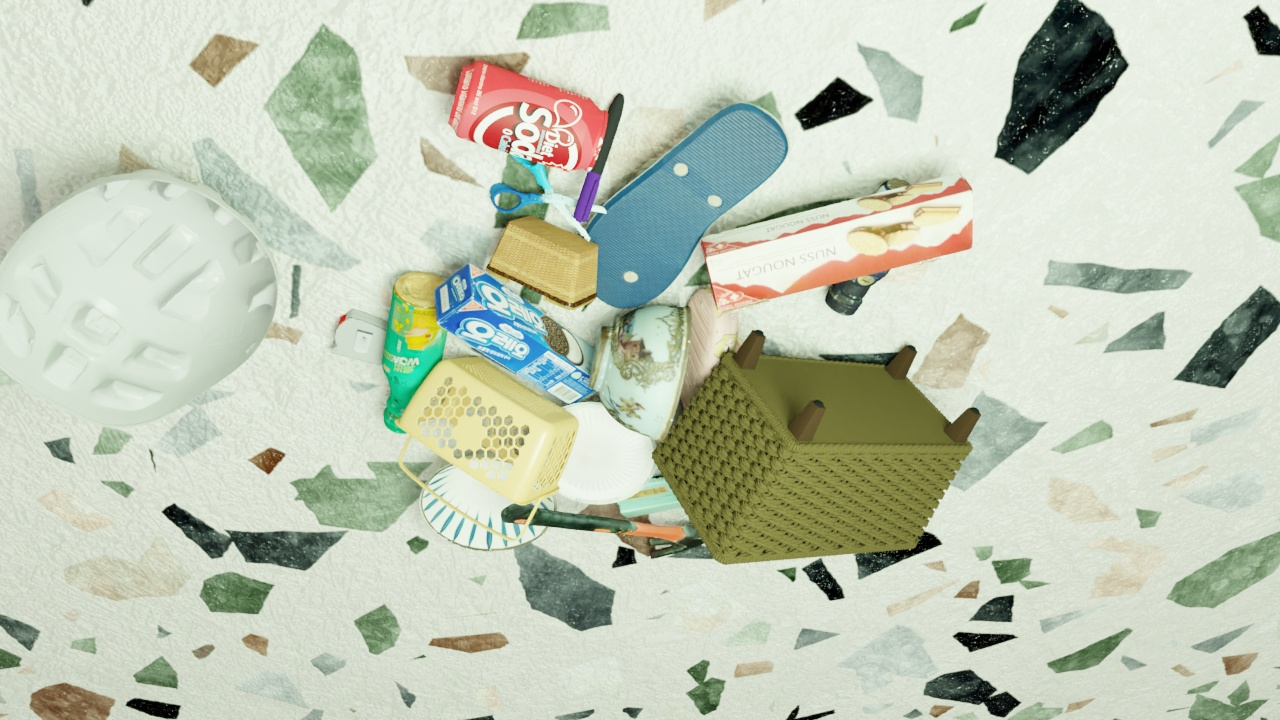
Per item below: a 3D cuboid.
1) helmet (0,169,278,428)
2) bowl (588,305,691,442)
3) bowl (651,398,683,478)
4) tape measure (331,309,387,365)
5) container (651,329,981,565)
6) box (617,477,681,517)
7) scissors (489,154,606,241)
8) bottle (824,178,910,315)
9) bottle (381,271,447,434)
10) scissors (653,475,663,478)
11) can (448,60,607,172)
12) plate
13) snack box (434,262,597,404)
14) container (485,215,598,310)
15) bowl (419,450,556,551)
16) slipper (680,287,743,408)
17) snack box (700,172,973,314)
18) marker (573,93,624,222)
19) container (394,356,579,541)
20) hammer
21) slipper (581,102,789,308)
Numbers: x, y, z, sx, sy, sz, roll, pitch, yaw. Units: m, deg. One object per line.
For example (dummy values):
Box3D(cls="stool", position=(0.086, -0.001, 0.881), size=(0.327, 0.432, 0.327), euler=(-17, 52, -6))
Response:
Box3D(cls="helmet", position=(-0.496, -0.075, 0.919), size=(0.283, 0.183, 0.224), euler=(-34, 130, 29))
Box3D(cls="bowl", position=(-0.006, 0.006, 1.044), size=(0.094, 0.159, 0.160), euler=(12, 127, -6))
Box3D(cls="bowl", position=(0.004, 0.102, 1.175), size=(0.132, 0.064, 0.132), euler=(-2, 129, -3))
Box3D(cls="tape measure", position=(-0.327, -0.026, 1.076), size=(0.060, 0.020, 0.062), euler=(16, 126, -16))
Box3D(cls="container", position=(0.215, 0.093, 1.062), size=(0.320, 0.176, 0.205), euler=(4, 126, -34))
Box3D(cls="box", position=(0.059, 0.173, 1.226), size=(0.187, 0.033, 0.136), euler=(-12, 163, 6))
Box3D(cls="scissors", position=(-0.101, -0.165, 0.963), size=(0.104, 0.015, 0.133), euler=(-38, 103, 28))
Box3D(cls="bottle", position=(0.257, -0.122, 1.018), size=(0.056, 0.056, 0.161), euler=(13, 127, -15))
Box3D(cls="bottle", position=(-0.266, -0.002, 1.070), size=(0.068, 0.068, 0.210), euler=(11, 128, -13))
Box3D(cls="scissors", position=(0.026, 0.153, 1.254), size=(0.130, 0.014, 0.070), euler=(-13, 129, 7))
Box3D(cls="can", position=(-0.109, -0.234, 0.888), size=(0.142, 0.074, 0.075), euler=(15, 126, -15))
Box3D(cls="plate", position=(-0.057, 0.114, 1.134), size=(0.157, 0.014, 0.157), euler=(2, 121, 3))
Box3D(cls="snack box", position=(-0.132, -0.024, 1.038), size=(0.059, 0.059, 0.226), euler=(-32, 138, 23))
Box3D(cls="container", position=(-0.100, -0.107, 0.978), size=(0.114, 0.063, 0.061), euler=(26, 116, 17))
Box3D(cls="bowl", position=(-0.198, 0.169, 1.212), size=(0.177, 0.070, 0.178), euler=(-2, 129, -2))
Box3D(cls="slipper", position=(0.096, 0.003, 1.091), size=(0.081, 0.093, 0.198), euler=(-6, 131, -13))
Box3D(cls="snack box", position=(0.203, -0.119, 0.946), size=(0.273, 0.044, 0.077), euler=(-14, 130, 4))
Box3D(cls="marker", position=(-0.040, -0.203, 0.926), size=(0.015, 0.018, 0.134), euler=(9, 106, -41))
Box3D(cls="container", position=(-0.185, 0.104, 1.070), size=(0.183, 0.129, 0.167), euler=(31, 101, 13))
Box3D(cls="hammer", position=(-0.036, 0.220, 1.225), size=(0.332, 0.033, 0.133), euler=(16, 144, -38))
Box3D(cls="slipper", position=(0.035, -0.166, 0.964), size=(0.118, 0.060, 0.296), euler=(32, 130, -23))
